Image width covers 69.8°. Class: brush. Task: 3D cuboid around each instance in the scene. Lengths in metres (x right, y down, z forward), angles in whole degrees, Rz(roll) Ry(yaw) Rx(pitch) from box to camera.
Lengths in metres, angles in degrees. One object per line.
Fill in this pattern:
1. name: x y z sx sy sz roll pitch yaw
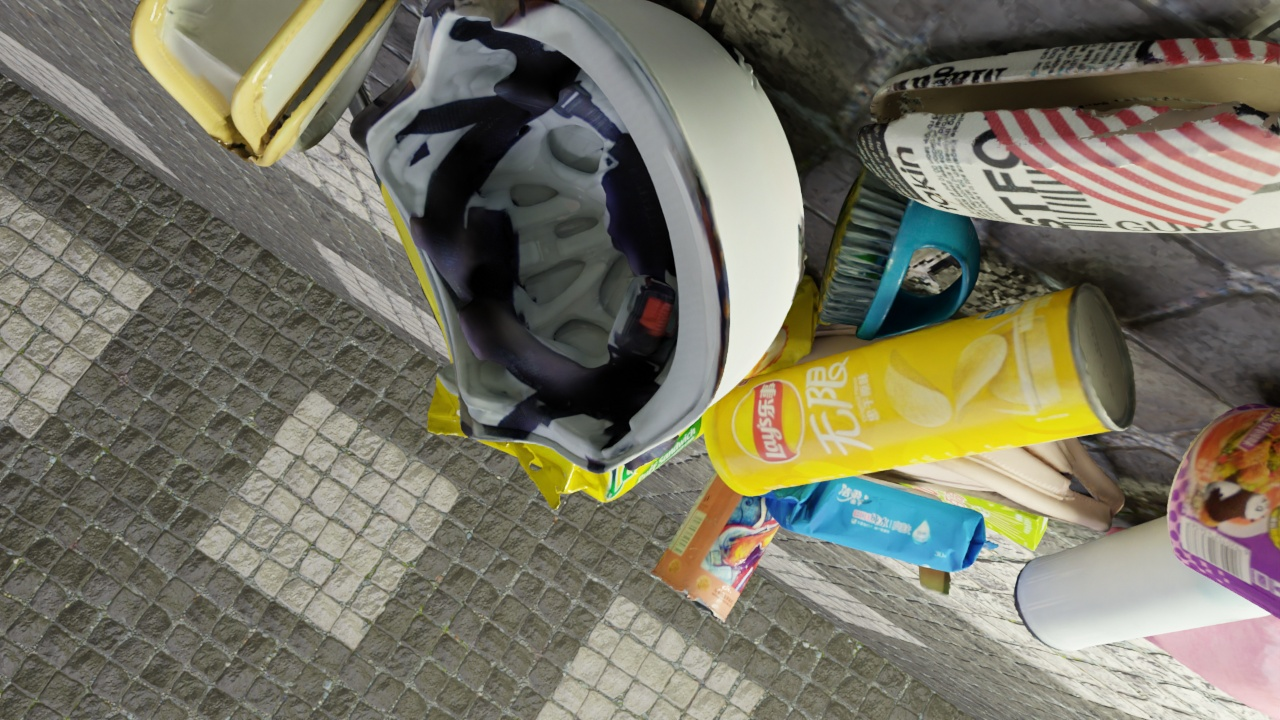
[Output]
1. brush: 0.130 -0.047 0.461 0.073 0.055 0.144 20 165 10

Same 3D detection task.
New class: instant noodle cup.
1. instant noodle cup: 0.296 0.070 0.392 0.111 0.111 0.099 40 176 -27

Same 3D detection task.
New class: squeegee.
1. squeegee: 0.198 0.131 0.911 0.246 0.039 0.246 41 -167 15

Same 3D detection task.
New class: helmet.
1. helmet: -0.012 -0.071 0.458 0.259 0.145 0.229 -15 99 51

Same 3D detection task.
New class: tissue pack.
1. tissue pack: 0.165 0.111 0.659 0.157 0.052 0.095 15 173 -2

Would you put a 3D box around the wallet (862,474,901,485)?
1. wallet: 0.254 0.136 0.858 0.131 0.035 0.119 33 -175 22

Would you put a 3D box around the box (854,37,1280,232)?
1. box: 0.146 -0.069 0.319 0.164 0.064 0.074 17 144 54

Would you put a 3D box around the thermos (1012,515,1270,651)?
1. thermos: 0.318 0.129 0.549 0.073 0.073 0.225 33 154 3

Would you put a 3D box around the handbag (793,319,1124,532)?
1. handbag: 0.221 0.062 0.625 0.234 0.093 0.193 29 170 -20

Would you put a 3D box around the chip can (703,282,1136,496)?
1. chip can: 0.134 0.023 0.481 0.214 0.071 0.072 -18 133 43

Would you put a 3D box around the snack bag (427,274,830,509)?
1. snack bag: -0.004 0.004 0.610 0.158 0.245 0.068 20 133 46

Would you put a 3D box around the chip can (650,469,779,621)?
1. chip can: 0.092 0.098 0.736 0.071 0.214 0.071 32 168 7

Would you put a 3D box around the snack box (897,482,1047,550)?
1. snack box: 0.259 0.101 0.766 0.156 0.026 0.086 27 166 30

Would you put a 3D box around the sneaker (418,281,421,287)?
1. sneaker: -0.085 -0.109 0.702 0.118 0.087 0.242 28 152 -37

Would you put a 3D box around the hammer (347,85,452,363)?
1. hammer: -0.178 -0.134 0.651 0.126 0.031 0.323 6 125 46

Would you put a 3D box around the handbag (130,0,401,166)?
1. handbag: -0.150 -0.168 0.453 0.063 0.163 0.179 33 170 -4

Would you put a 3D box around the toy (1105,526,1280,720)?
1. toy: 0.401 0.186 0.613 0.178 0.074 0.195 49 168 -12
